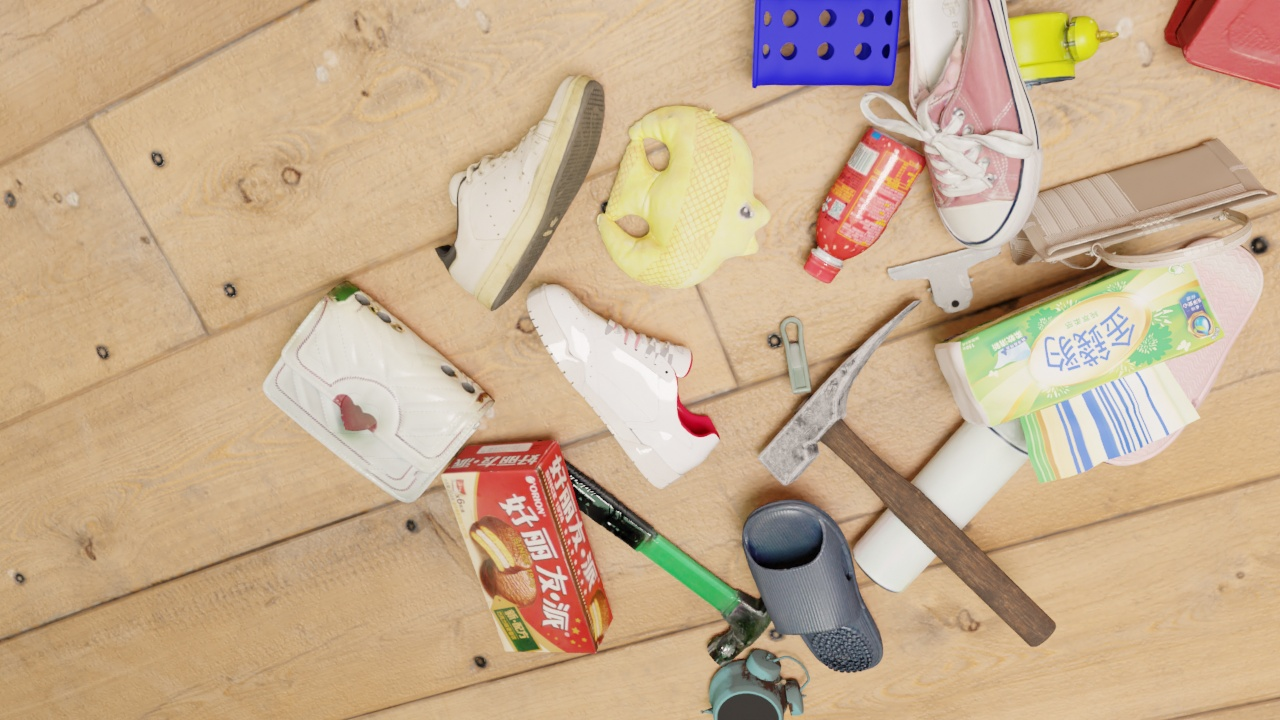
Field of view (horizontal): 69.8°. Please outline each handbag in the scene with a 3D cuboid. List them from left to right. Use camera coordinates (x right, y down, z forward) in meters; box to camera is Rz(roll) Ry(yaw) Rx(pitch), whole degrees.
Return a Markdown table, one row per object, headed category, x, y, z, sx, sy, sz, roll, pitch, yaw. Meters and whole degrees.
| category | x | y | z | sx | sy | sz | roll | pitch | yaw |
| --- | --- | --- | --- | --- | --- | --- | --- | --- | --- |
| handbag | -0.263 | 0.033 | 0.934 | 0.198 | 0.096 | 0.142 | 39 | 110 | -4 |
| handbag | 0.400 | -0.108 | 0.719 | 0.176 | 0.197 | 0.062 | -15 | 106 | 14 |

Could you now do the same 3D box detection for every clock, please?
| category | x | y | z | sx | sy | sz | roll | pitch | yaw |
| --- | --- | --- | --- | --- | --- | --- | --- | --- | --- |
| clock | 0.131 | 0.372 | 1.013 | 0.124 | 0.053 | 0.090 | -41 | 99 | 17 |
| clock | 0.322 | -0.249 | 0.746 | 0.119 | 0.083 | 0.057 | -4 | 102 | 13 |

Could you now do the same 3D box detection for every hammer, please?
| category | x | y | z | sx | sy | sz | roll | pitch | yaw |
| --- | --- | --- | --- | --- | --- | --- | --- | --- | --- |
| hammer | 0.009 | 0.193 | 0.982 | 0.319 | 0.032 | 0.130 | 37 | 112 | -4 |
| hammer | 0.281 | 0.115 | 0.842 | 0.300 | 0.037 | 0.218 | 46 | 113 | 18 |

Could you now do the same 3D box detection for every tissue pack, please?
| category | x | y | z | sx | sy | sz | roll | pitch | yaw |
| --- | --- | --- | --- | --- | --- | --- | --- | --- | --- |
| tissue pack | 0.364 | 0.014 | 0.753 | 0.198 | 0.120 | 0.141 | -24 | 86 | 14 |

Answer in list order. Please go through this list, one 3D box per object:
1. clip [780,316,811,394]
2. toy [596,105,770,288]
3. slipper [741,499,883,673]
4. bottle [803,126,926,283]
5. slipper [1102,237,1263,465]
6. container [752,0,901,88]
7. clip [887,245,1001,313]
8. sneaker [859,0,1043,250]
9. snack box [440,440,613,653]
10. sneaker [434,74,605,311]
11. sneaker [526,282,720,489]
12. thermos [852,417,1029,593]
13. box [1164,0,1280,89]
| category | x | y | z | sx | sy | sz | roll | pitch | yaw |
| --- | --- | --- | --- | --- | --- | --- | --- | --- | --- |
| clip | 0.151 | -0.006 | 0.889 | 0.023 | 0.061 | 0.076 | -10 | 92 | 10 |
| toy | 0.042 | -0.145 | 0.840 | 0.155 | 0.064 | 0.171 | 25 | 105 | 13 |
| slipper | 0.172 | 0.249 | 0.914 | 0.101 | 0.082 | 0.264 | -13 | 124 | 26 |
| bottle | 0.193 | -0.134 | 0.818 | 0.062 | 0.061 | 0.138 | 29 | 112 | -2 |
| slipper | 0.463 | -0.009 | 0.822 | 0.107 | 0.055 | 0.222 | 31 | 101 | -2 |
| container | 0.152 | -0.272 | 0.763 | 0.114 | 0.085 | 0.084 | 2 | 111 | 7 |
| clip | 0.283 | -0.072 | 0.841 | 0.102 | 0.043 | 0.054 | -14 | 94 | 15 |
| sneaker | 0.248 | -0.185 | 0.715 | 0.118 | 0.087 | 0.241 | 7 | 129 | 44 |
| snack box | -0.116 | 0.201 | 0.970 | 0.113 | 0.060 | 0.236 | -5 | 115 | 21 |
| sneaker | -0.119 | -0.166 | 0.851 | 0.102 | 0.088 | 0.242 | 34 | 116 | 5 |
| sneaker | -0.006 | 0.006 | 0.891 | 0.104 | 0.090 | 0.236 | -35 | 100 | 10 |
| thermos | 0.301 | 0.125 | 0.890 | 0.068 | 0.067 | 0.230 | 33 | 110 | -3 |
| box | 0.507 | -0.268 | 0.687 | 0.157 | 0.127 | 0.137 | 17 | 116 | 3 |
